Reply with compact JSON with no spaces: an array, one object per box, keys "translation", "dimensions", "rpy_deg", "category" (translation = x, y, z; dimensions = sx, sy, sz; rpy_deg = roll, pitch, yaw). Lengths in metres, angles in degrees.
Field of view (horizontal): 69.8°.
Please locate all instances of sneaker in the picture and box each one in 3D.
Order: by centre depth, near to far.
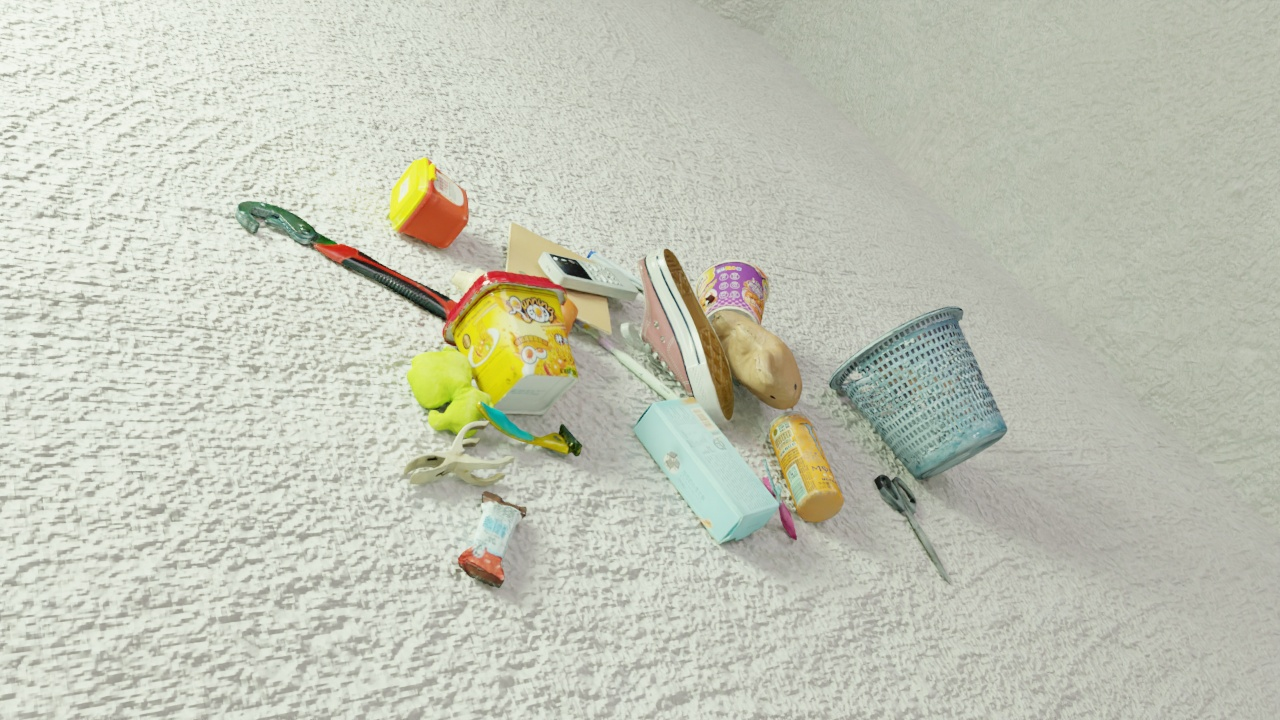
[{"translation":[0.044,-0.022,1.181],"dimensions":[0.118,0.088,0.241],"rpy_deg":[-9,75,-66],"category":"sneaker"}]

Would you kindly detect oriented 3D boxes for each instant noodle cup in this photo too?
[{"translation":[-0.131,-0.014,0.968],"dimensions":[0.116,0.116,0.123],"rpy_deg":[5,53,-44],"category":"instant noodle cup"},{"translation":[0.132,-0.076,1.342],"dimensions":[0.111,0.112,0.099],"rpy_deg":[28,39,-14],"category":"instant noodle cup"}]

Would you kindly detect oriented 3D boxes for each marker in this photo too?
[{"translation":[-0.013,-0.117,1.331],"dimensions":[0.146,0.017,0.016],"rpy_deg":[31,29,-10],"category":"marker"}]

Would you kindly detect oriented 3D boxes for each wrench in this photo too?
[{"translation":[-0.304,-0.104,1.002],"dimensions":[0.273,0.016,0.056],"rpy_deg":[27,30,-16],"category":"wrench"}]

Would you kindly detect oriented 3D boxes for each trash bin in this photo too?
[{"translation":[0.426,0.061,1.365],"dimensions":[0.226,0.227,0.195],"rpy_deg":[-3,60,-49],"category":"trash bin"}]

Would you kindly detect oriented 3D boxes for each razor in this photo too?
[{"translation":[-0.116,0.068,0.919],"dimensions":[0.132,0.028,0.043],"rpy_deg":[27,14,-45],"category":"razor"}]

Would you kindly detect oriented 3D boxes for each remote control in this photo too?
[{"translation":[-0.067,-0.112,1.219],"dimensions":[0.149,0.021,0.058],"rpy_deg":[8,33,-47],"category":"remote control"}]

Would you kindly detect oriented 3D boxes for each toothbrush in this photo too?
[{"translation":[-0.007,0.007,1.152],"dimensions":[0.189,0.020,0.029],"rpy_deg":[41,54,8],"category":"toothbrush"}]

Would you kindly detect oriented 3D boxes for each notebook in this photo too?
[{"translation":[-0.108,-0.111,1.205],"dimensions":[0.147,0.008,0.207],"rpy_deg":[25,24,-19],"category":"notebook"}]

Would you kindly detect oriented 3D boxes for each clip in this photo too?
[{"translation":[-0.171,0.084,0.853],"dimensions":[0.102,0.035,0.095],"rpy_deg":[9,42,-27],"category":"clip"}]

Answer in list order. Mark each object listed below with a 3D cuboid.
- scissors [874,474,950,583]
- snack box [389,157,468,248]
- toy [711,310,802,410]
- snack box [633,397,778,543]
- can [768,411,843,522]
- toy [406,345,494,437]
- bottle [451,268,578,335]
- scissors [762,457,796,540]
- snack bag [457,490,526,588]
[{"translation":[0.365,0.224,1.242],"dimensions":[0.133,0.014,0.174],"rpy_deg":[34,32,-6],"category":"scissors"},{"translation":[-0.255,-0.190,1.119],"dimensions":[0.080,0.082,0.091],"rpy_deg":[29,29,-32],"category":"snack box"},{"translation":[0.160,0.007,1.190],"dimensions":[0.143,0.082,0.226],"rpy_deg":[44,2,-17],"category":"toy"},{"translation":[0.072,0.120,1.036],"dimensions":[0.074,0.052,0.175],"rpy_deg":[-5,49,-48],"category":"snack box"},{"translation":[0.206,0.132,1.154],"dimensions":[0.058,0.058,0.145],"rpy_deg":[21,33,-26],"category":"can"},{"translation":[-0.191,0.029,0.907],"dimensions":[0.100,0.031,0.096],"rpy_deg":[34,43,2],"category":"toy"},{"translation":[-0.150,-0.067,1.071],"dimensions":[0.149,0.067,0.066],"rpy_deg":[24,30,-6],"category":"bottle"},{"translation":[0.158,0.160,1.040],"dimensions":[0.135,0.017,0.108],"rpy_deg":[75,-9,-75],"category":"scissors"},{"translation":[-0.129,0.152,0.802],"dimensions":[0.045,0.026,0.105],"rpy_deg":[22,30,-6],"category":"snack bag"}]
